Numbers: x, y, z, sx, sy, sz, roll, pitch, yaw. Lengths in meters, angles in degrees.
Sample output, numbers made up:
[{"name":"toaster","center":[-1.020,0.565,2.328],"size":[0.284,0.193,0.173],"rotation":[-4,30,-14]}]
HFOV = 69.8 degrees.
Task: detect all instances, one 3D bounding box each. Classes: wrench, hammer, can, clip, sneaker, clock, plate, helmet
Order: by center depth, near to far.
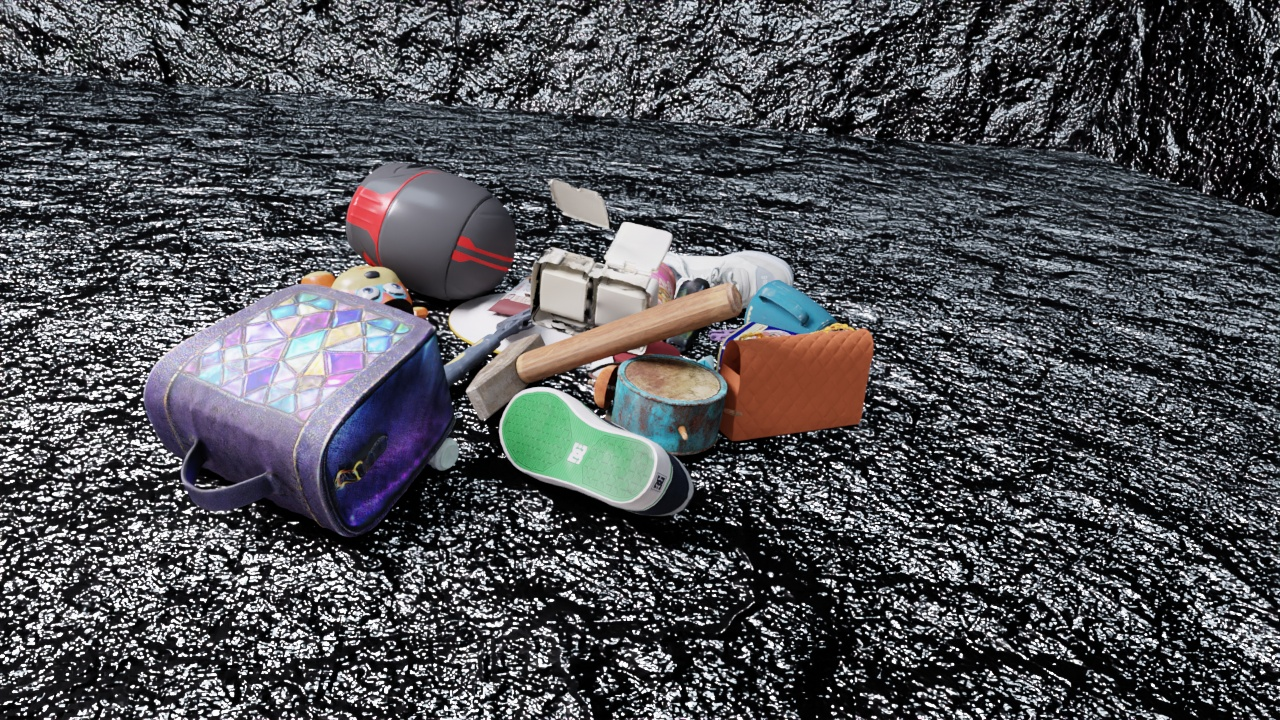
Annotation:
[{"name":"sneaker","center":[-0.046,0.089,0.859],"size":[0.236,0.084,0.079],"rotation":[20,-10,46]},{"name":"can","center":[-0.218,0.076,0.879],"size":[0.095,0.032,0.032],"rotation":[19,26,27]},{"name":"hammer","center":[-0.035,-0.019,0.963],"size":[0.301,0.037,0.157],"rotation":[-18,15,22]},{"name":"clock","center":[0.014,0.042,0.963],"size":[0.158,0.073,0.121],"rotation":[28,30,34]},{"name":"wrench","center":[-0.189,-0.006,1.043],"size":[0.074,0.022,0.272],"rotation":[-16,18,35]},{"name":"clock","center":[-0.007,0.006,1.078],"size":[0.124,0.044,0.087],"rotation":[9,23,6]},{"name":"can","center":[0.158,-0.003,1.128],"size":[0.092,0.057,0.116],"rotation":[16,25,25]},{"name":"plate","center":[-0.138,-0.057,1.220],"size":[0.230,0.021,0.229],"rotation":[5,23,-2]},{"name":"helmet","center":[-0.257,-0.163,1.231],"size":[0.170,0.164,0.264],"rotation":[25,6,11]},{"name":"clip","center":[0.118,-0.034,1.246],"size":[0.052,0.013,0.035],"rotation":[2,22,-3]},{"name":"sneaker","center":[0.098,-0.112,1.338],"size":[0.242,0.090,0.090],"rotation":[6,27,16]}]

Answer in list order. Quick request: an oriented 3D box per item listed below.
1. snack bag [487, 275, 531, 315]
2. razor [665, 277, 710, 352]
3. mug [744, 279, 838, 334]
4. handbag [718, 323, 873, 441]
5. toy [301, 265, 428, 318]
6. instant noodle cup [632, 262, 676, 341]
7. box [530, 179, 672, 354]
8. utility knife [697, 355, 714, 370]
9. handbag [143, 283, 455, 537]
[{"name":"snack bag","center":[-0.151,-0.088,1.241],"size":[0.057,0.013,0.157],"rotation":[12,24,10]},{"name":"razor","center":[0.065,-0.062,1.234],"size":[0.054,0.067,0.151],"rotation":[21,33,4]},{"name":"mug","center":[0.197,-0.054,1.202],"size":[0.104,0.084,0.112],"rotation":[36,-7,36]},{"name":"handbag","center":[0.167,0.018,1.013],"size":[0.171,0.109,0.060],"rotation":[-5,26,-25]},{"name":"toy","center":[-0.334,-0.068,1.122],"size":[0.112,0.096,0.176],"rotation":[-16,43,-43]},{"name":"instant noodle cup","center":[0.002,-0.073,1.214],"size":[0.097,0.098,0.108],"rotation":[4,31,-4]},{"name":"box","center":[-0.036,-0.124,1.036],"size":[0.143,0.193,0.106],"rotation":[17,43,7]},{"name":"utility knife","center":[0.082,0.031,1.079],"size":[0.022,0.015,0.151],"rotation":[-22,22,9]},{"name":"handbag","center":[-0.297,0.047,0.796],"size":[0.205,0.126,0.221],"rotation":[18,43,24]}]
